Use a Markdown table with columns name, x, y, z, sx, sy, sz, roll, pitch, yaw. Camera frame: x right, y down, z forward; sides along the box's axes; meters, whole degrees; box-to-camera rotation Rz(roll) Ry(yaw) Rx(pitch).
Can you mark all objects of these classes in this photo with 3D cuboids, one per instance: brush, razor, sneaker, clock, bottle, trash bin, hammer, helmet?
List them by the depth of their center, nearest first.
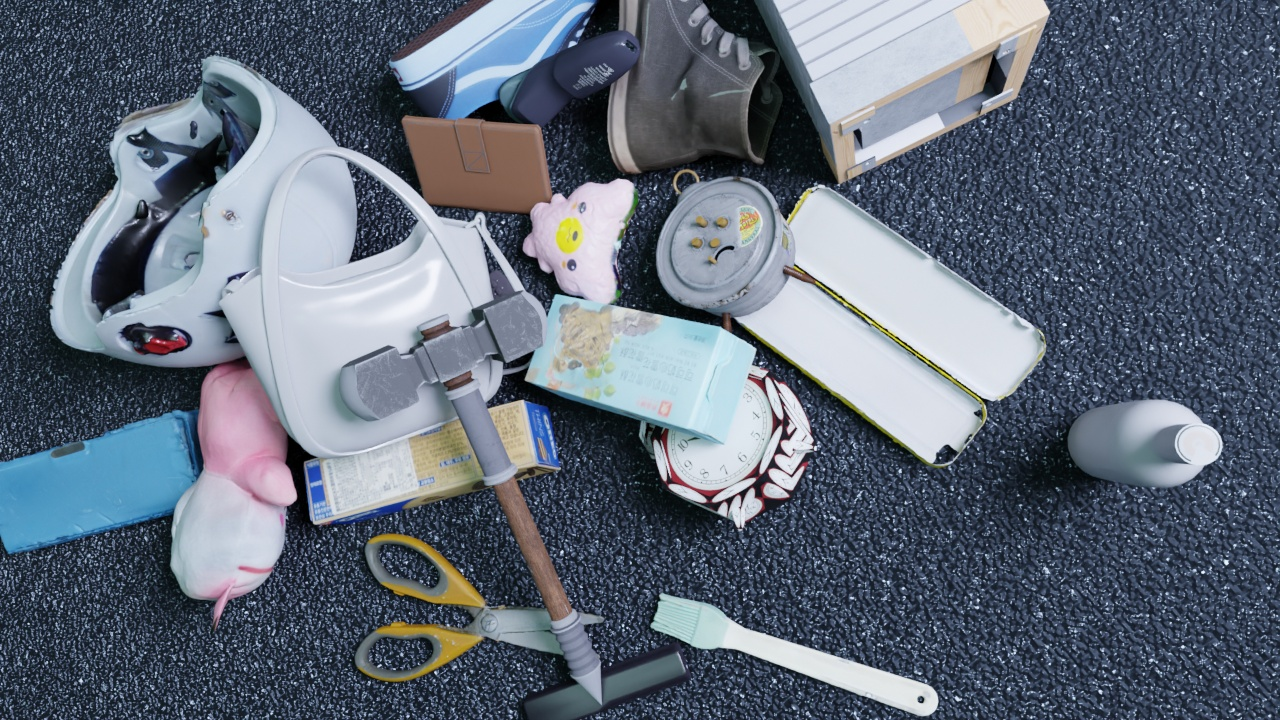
| name | x | y | z | sx | sy | sz | roll | pitch | yaw |
| --- | --- | --- | --- | --- | --- | --- | --- | --- | --- |
| bottle | 0.307 | 0.050 | 0.558 | 0.052 | 0.195 | 0.052 | -1 | 85 | 15 |
| trash bin | 0.153 | -0.283 | 0.653 | 0.142 | 0.142 | 0.247 | -25 | 80 | 12 |
| hammer | -0.089 | 0.118 | 0.680 | 0.155 | 0.043 | 0.322 | -26 | 103 | -19 |
| brush | 0.114 | 0.223 | 0.692 | 0.218 | 0.012 | 0.033 | 15 | 90 | 14 |
| clock | 0.062 | 0.051 | 0.693 | 0.115 | 0.065 | 0.154 | -49 | 47 | 7 |
| clock | 0.059 | -0.093 | 0.695 | 0.104 | 0.056 | 0.147 | -38 | 55 | 18 |
| razor | -0.053 | -0.214 | 0.696 | 0.143 | 0.047 | 0.052 | -5 | 62 | 49 |
| sneaker | 0.048 | -0.261 | 0.702 | 0.120 | 0.095 | 0.234 | 5 | 86 | 21 |
| helmet | -0.345 | -0.096 | 0.759 | 0.264 | 0.163 | 0.236 | -37 | 50 | 15 |
| sneaker | -0.083 | -0.272 | 0.766 | 0.241 | 0.083 | 0.098 | -34 | 122 | -1 |

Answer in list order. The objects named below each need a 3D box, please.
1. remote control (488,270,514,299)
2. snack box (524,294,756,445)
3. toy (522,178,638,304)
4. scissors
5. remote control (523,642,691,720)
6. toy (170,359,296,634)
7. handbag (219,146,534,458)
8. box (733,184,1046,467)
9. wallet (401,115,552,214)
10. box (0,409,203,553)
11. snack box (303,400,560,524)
| name | x | y | z | sx | sy | sz | roll | pitch | yaw |
| --- | --- | --- | --- | --- | --- | --- | --- | --- | --- |
| remote control | -0.155 | -0.024 | 0.784 | 0.124 | 0.009 | 0.046 | -39 | 77 | 9 |
| snack box | -0.004 | 0.004 | 0.684 | 0.175 | 0.053 | 0.075 | 14 | 83 | 42 |
| toy | -0.050 | -0.101 | 0.741 | 0.093 | 0.050 | 0.102 | 16 | 95 | 16 |
| scissors | -0.140 | 0.202 | 0.759 | 0.226 | 0.016 | 0.162 | -10 | 83 | 14 |
| remote control | -0.027 | 0.260 | 0.724 | 0.136 | 0.015 | 0.032 | -24 | 80 | 12 |
| toy | -0.338 | 0.106 | 0.769 | 0.142 | 0.084 | 0.213 | 14 | 94 | 54 |
| handbag | -0.195 | -0.054 | 0.688 | 0.215 | 0.095 | 0.223 | -20 | 117 | -18 |
| box | 0.177 | -0.027 | 0.684 | 0.209 | 0.038 | 0.130 | 39 | 103 | 16 |
| wallet | -0.133 | -0.161 | 0.761 | 0.121 | 0.087 | 0.013 | 8 | 46 | 15 |
| box | -0.502 | 0.114 | 0.846 | 0.232 | 0.048 | 0.093 | -14 | 83 | 14 |
| snack box | -0.172 | 0.087 | 0.757 | 0.207 | 0.057 | 0.056 | -16 | 78 | 14 |
